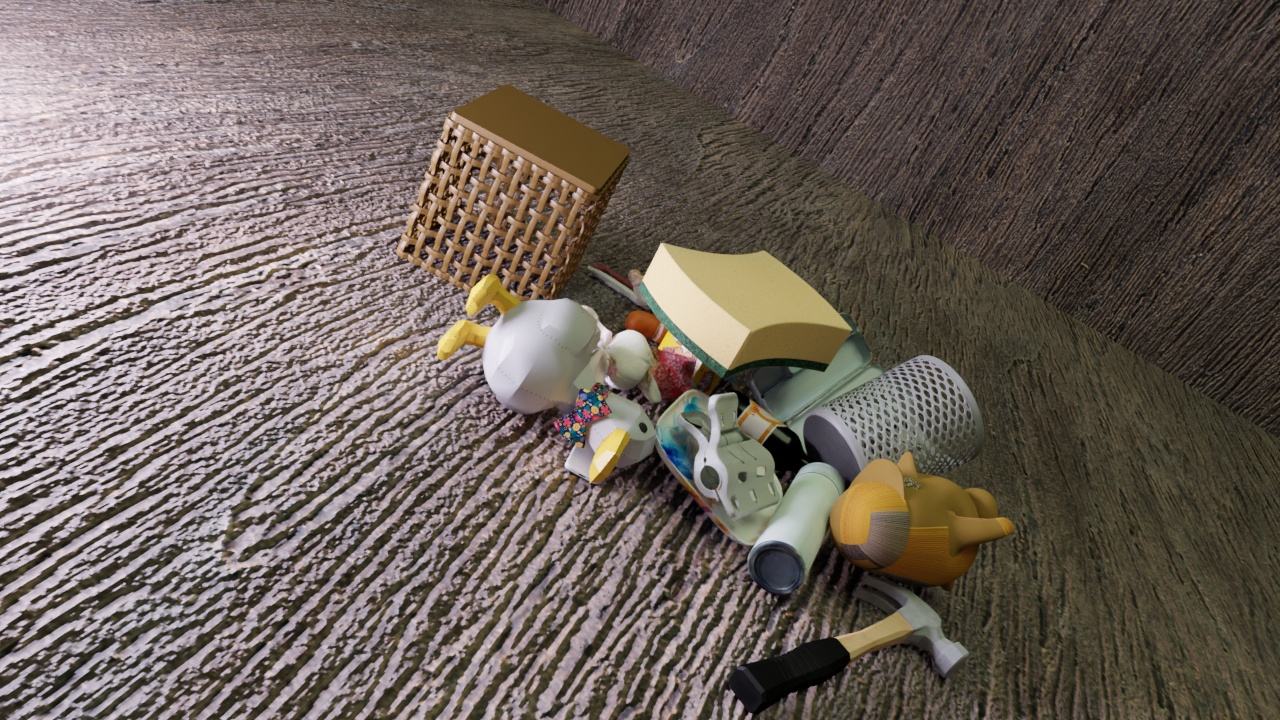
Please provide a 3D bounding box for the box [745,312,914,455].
[{"bbox_3d":[0.278,0.045,1.343,0.209,0.061,0.192,-34,83,-22],"label":"box"}]

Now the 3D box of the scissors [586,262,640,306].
[{"bbox_3d":[0.001,-0.104,1.487,0.187,0.015,0.146,18,28,-25],"label":"scissors"}]

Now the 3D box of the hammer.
[{"bbox_3d":[0.213,0.301,0.954,0.327,0.039,0.131,-1,38,-44],"label":"hammer"}]

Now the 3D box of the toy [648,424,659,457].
[{"bbox_3d":[0.019,0.098,1.114,0.055,0.041,0.101,-3,3,26],"label":"toy"}]

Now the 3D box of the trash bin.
[{"bbox_3d":[0.331,0.099,1.227,0.183,0.157,0.156,-22,48,-16],"label":"trash bin"}]

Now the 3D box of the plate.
[{"bbox_3d":[0.094,0.128,1.112,0.187,0.016,0.186,50,28,1],"label":"plate"}]

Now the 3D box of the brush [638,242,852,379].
[{"bbox_3d":[0.143,-0.070,1.251,0.249,0.075,0.195,-3,41,-43],"label":"brush"}]

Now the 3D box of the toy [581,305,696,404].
[{"bbox_3d":[-0.007,0.007,1.211,0.194,0.084,0.158,18,47,-29],"label":"toy"}]

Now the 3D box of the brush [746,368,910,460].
[{"bbox_3d":[0.286,0.072,1.405,0.271,0.057,0.083,33,24,8],"label":"brush"}]

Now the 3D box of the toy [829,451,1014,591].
[{"bbox_3d":[0.311,0.191,1.092,0.203,0.199,0.162,11,76,-36],"label":"toy"}]

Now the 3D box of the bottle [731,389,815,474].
[{"bbox_3d":[0.182,0.115,1.225,0.181,0.059,0.059,37,28,16],"label":"bottle"}]

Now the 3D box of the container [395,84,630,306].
[{"bbox_3d":[-0.172,-0.231,1.314,0.219,0.215,0.251,28,26,-3],"label":"container"}]

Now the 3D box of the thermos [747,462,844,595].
[{"bbox_3d":[0.189,0.192,1.087,0.068,0.068,0.229,34,28,11],"label":"thermos"}]

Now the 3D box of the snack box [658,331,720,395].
[{"bbox_3d":[0.079,-0.014,1.298,0.061,0.106,0.083,0,38,-43],"label":"snack box"}]

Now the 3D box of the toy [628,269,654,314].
[{"bbox_3d":[0.028,-0.091,1.429,0.085,0.074,0.105,-7,72,1],"label":"toy"}]

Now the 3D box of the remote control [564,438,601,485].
[{"bbox_3d":[-0.051,0.099,1.082,0.045,0.008,0.146,29,26,-2],"label":"remote control"}]

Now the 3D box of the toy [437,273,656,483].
[{"bbox_3d":[-0.091,0.012,1.055,0.267,0.141,0.246,34,29,-9],"label":"toy"}]

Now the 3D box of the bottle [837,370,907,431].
[{"bbox_3d":[0.357,0.061,1.386,0.130,0.040,0.040,41,29,21],"label":"bottle"}]

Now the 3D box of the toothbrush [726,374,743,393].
[{"bbox_3d":[0.138,0.030,1.382,0.022,0.016,0.155,-13,37,-7],"label":"toothbrush"}]

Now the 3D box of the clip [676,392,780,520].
[{"bbox_3d":[0.103,0.112,1.070,0.124,0.075,0.143,-3,63,-59],"label":"clip"}]

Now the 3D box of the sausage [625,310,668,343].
[{"bbox_3d":[0.053,-0.035,1.386,0.164,0.039,0.044,21,33,-15],"label":"sausage"}]
